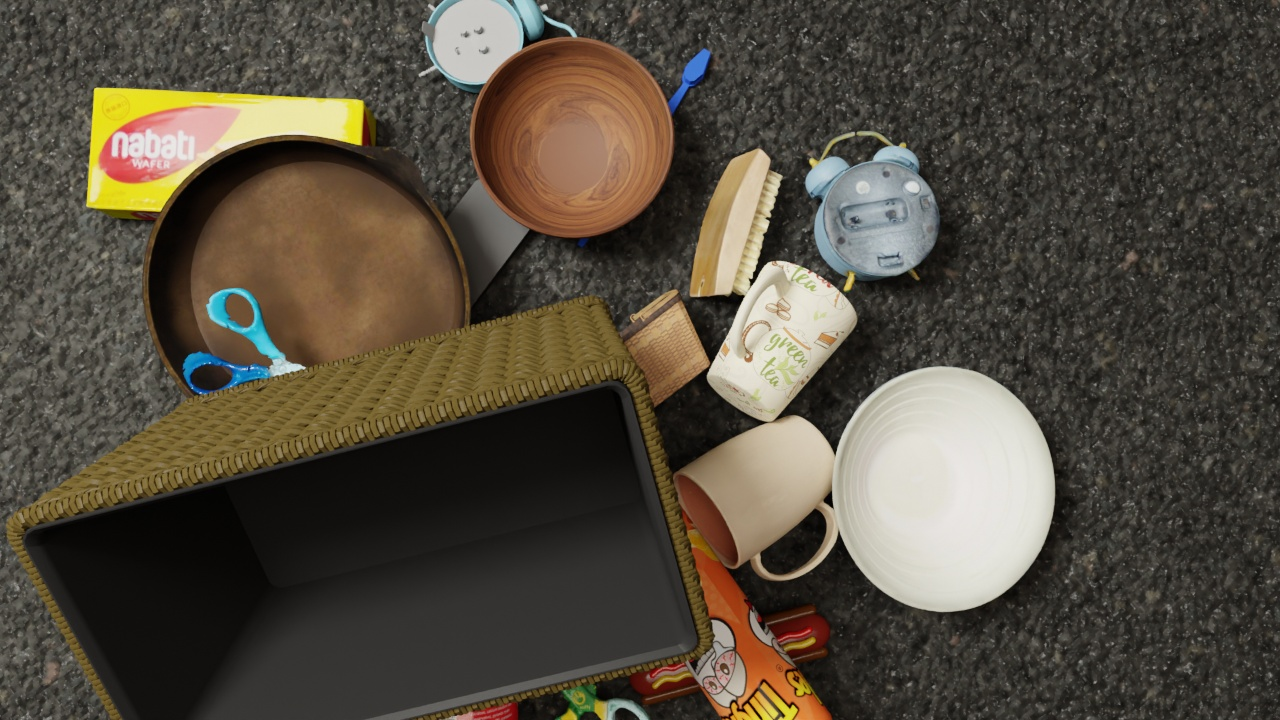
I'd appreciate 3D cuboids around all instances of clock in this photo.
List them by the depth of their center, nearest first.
[{"bbox_3d":[-0.107,-0.243,0.711,0.123,0.042,0.087,7,86,-1],"label":"clock"},{"bbox_3d":[0.177,-0.118,0.711,0.089,0.052,0.124,-10,86,-2],"label":"clock"}]

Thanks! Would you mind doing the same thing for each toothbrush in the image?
[{"bbox_3d":[0.003,-0.168,0.726,0.016,0.011,0.186,33,85,0],"label":"toothbrush"}]

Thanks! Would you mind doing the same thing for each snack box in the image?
[{"bbox_3d":[-0.306,-0.152,0.695,0.200,0.042,0.092,2,87,-2],"label":"snack box"}]

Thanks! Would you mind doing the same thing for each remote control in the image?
[{"bbox_3d":[-0.142,-0.071,0.711,0.058,0.013,0.133,37,85,0],"label":"remote control"}]

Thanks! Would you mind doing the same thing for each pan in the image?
[{"bbox_3d":[-0.182,-0.009,0.674,0.356,0.043,0.249,35,99,-9],"label":"pan"}]

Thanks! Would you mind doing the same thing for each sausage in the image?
[{"bbox_3d":[0.067,0.219,0.687,0.155,0.040,0.040,-14,87,-3],"label":"sausage"}]

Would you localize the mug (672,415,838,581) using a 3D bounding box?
[{"bbox_3d":[0.096,0.104,0.673,0.104,0.085,0.111,-30,83,-19],"label":"mug"}]

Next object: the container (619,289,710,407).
[{"bbox_3d":[-0.004,0.004,0.691,0.114,0.063,0.061,-37,96,-5],"label":"container"}]

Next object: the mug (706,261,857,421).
[{"bbox_3d":[0.094,-0.019,0.661,0.081,0.122,0.097,29,76,27],"label":"mug"}]

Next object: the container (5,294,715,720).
[{"bbox_3d":[-0.140,0.083,0.559,0.321,0.204,0.176,-14,110,2],"label":"container"}]

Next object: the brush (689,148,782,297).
[{"bbox_3d":[0.074,-0.101,0.707,0.039,0.049,0.117,17,85,-20],"label":"brush"}]

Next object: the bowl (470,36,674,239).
[{"bbox_3d":[-0.051,-0.159,0.694,0.147,0.069,0.147,0,87,-3],"label":"bowl"}]

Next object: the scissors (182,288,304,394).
[{"bbox_3d":[-0.258,0.015,0.650,0.135,0.015,0.086,36,95,-13],"label":"scissors"}]

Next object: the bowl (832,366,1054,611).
[{"bbox_3d":[0.215,0.094,0.688,0.176,0.058,0.176,1,87,-12],"label":"bowl"}]

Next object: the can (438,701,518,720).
[{"bbox_3d":[-0.125,0.272,0.657,0.074,0.074,0.142,-2,86,-3],"label":"can"}]

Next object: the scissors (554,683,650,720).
[{"bbox_3d":[-0.036,0.250,0.681,0.120,0.012,0.128,2,89,18],"label":"scissors"}]

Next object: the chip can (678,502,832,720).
[{"bbox_3d":[0.049,0.184,0.646,0.062,0.062,0.210,-35,70,-5],"label":"chip can"}]
